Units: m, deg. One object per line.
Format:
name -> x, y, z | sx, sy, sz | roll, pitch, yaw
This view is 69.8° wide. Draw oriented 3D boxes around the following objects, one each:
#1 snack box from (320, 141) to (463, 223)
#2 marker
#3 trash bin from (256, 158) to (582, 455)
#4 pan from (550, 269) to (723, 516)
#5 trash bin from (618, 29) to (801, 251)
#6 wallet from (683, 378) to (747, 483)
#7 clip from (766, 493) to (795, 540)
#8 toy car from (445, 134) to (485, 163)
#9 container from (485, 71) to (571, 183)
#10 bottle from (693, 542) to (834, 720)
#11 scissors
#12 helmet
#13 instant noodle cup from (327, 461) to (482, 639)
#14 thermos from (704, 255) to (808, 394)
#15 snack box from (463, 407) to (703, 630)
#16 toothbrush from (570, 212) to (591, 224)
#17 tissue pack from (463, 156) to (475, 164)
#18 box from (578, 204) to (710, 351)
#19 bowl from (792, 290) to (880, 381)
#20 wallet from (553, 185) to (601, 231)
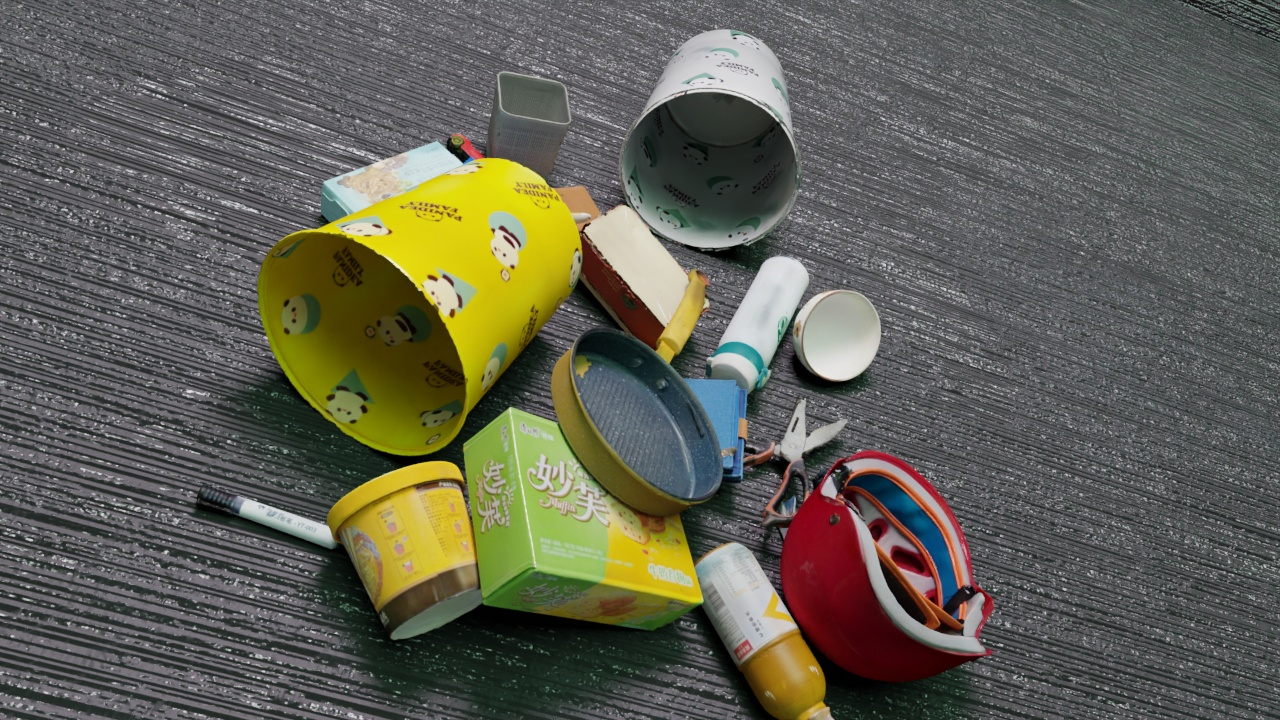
snack box -> -0.284, -0.196, 1.085 | 0.074, 0.052, 0.174 | 42, 48, 15
marker -> -0.324, 0.139, 0.804 | 0.130, 0.018, 0.022 | 21, 59, -5
trash bin -> -0.196, -0.072, 0.908 | 0.229, 0.230, 0.254 | 33, 41, 7
pan -> 0.022, 0.008, 0.938 | 0.197, 0.078, 0.356 | 43, 28, -16
trash bin -> 0.102, -0.314, 1.244 | 0.229, 0.230, 0.251 | 20, 41, -7
wallet -> 0.063, 0.074, 0.998 | 0.106, 0.040, 0.132 | 3, 44, 6
clip -> 0.157, 0.171, 0.978 | 0.045, 0.027, 0.058 | 11, 48, -25
toy car -> -0.208, -0.239, 1.157 | 0.031, 0.049, 0.106 | -30, 66, -37
container -> -0.150, -0.292, 1.181 | 0.090, 0.115, 0.090 | 6, 50, -19
bottle -> 0.116, 0.262, 0.851 | 0.067, 0.068, 0.189 | -14, 58, -32
scissors -> 0.156, 0.108, 1.014 | 0.226, 0.015, 0.189 | -6, 38, -17
helmet -> 0.225, 0.207, 0.898 | 0.207, 0.144, 0.239 | 43, 28, -2
instant noodle cup -> -0.188, 0.163, 0.779 | 0.118, 0.119, 0.114 | -16, 67, -33
thermos -> 0.147, -0.041, 1.126 | 0.073, 0.073, 0.223 | 30, 47, 3
snack box -> -0.050, 0.147, 0.823 | 0.210, 0.070, 0.157 | 24, 39, -42
toothbrush -> -0.155, -0.171, 1.116 | 0.191, 0.016, 0.018 | -5, 49, -9
tissue pack -> -0.171, -0.159, 1.074 | 0.157, 0.052, 0.094 | 39, 75, -2
box -> 0.001, -0.100, 1.084 | 0.091, 0.080, 0.168 | -35, 81, -35
bowl -> 0.236, -0.035, 1.148 | 0.113, 0.113, 0.062 | 2, 10, -22
wallet -> -0.089, -0.168, 1.160 | 0.107, 0.031, 0.131 | -9, 55, -31
